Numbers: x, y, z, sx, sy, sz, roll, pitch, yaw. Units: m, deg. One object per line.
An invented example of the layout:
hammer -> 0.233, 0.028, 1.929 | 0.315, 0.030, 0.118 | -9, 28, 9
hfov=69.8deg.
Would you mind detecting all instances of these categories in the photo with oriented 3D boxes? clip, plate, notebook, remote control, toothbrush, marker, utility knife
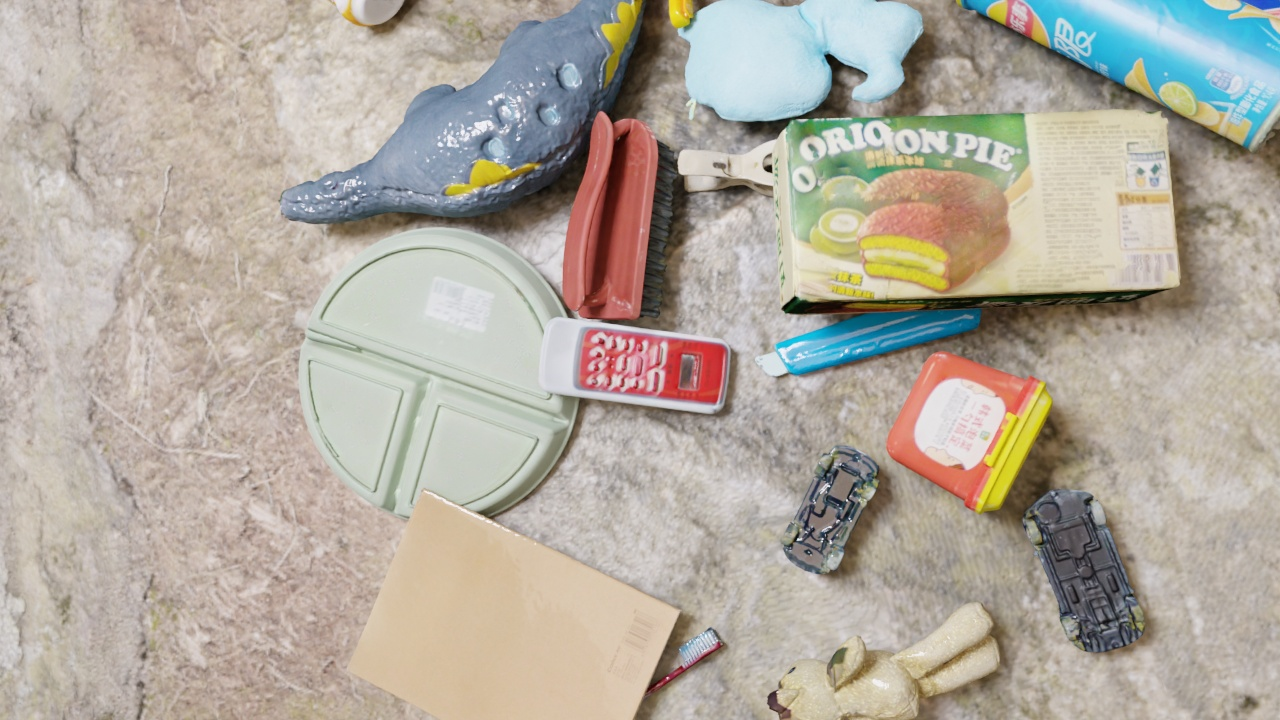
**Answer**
clip -> 0.078, -0.136, 0.658 | 0.100, 0.070, 0.034 | -2, 86, 6
plate -> -0.159, 0.013, 0.695 | 0.230, 0.027, 0.230 | 0, 93, 11
notebook -> -0.094, 0.203, 0.664 | 0.211, 0.012, 0.149 | 23, 92, 10
remote control -> -0.004, 0.004, 0.656 | 0.136, 0.020, 0.056 | 8, 88, -5
toothbrush -> -0.019, 0.250, 0.663 | 0.188, 0.016, 0.017 | -36, 71, 8
marker -> 0.029, -0.299, 0.677 | 0.015, 0.018, 0.123 | -17, 64, 37
utility knife -> 0.158, -0.018, 0.640 | 0.161, 0.018, 0.034 | -17, 79, 13

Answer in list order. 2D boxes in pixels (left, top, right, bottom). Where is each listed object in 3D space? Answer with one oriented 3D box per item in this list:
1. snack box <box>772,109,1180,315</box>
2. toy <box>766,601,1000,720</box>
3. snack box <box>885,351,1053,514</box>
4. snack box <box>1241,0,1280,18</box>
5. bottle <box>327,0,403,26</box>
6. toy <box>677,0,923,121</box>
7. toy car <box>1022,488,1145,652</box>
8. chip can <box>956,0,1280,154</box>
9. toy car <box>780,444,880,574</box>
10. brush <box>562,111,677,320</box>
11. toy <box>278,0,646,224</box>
snack box -> 0.207, -0.092, 0.582 | 0.240, 0.063, 0.114 | -3, 85, -2
toy -> 0.162, 0.206, 0.606 | 0.157, 0.066, 0.105 | -25, 123, 7
snack box -> 0.210, 0.044, 0.593 | 0.080, 0.082, 0.091 | 28, 92, 24
snack box -> 0.333, -0.276, 0.597 | 0.207, 0.058, 0.057 | 41, 95, 13
bottle -> -0.239, -0.319, 0.734 | 0.108, 0.063, 0.063 | 45, 96, 13
toy -> 0.103, -0.217, 0.649 | 0.156, 0.050, 0.161 | -42, 65, -3
toy car -> 0.284, 0.134, 0.591 | 0.049, 0.031, 0.105 | -19, 83, 10
chip can -> 0.305, -0.211, 0.570 | 0.210, 0.071, 0.071 | 41, 95, 25
toy car -> 0.130, 0.102, 0.629 | 0.043, 0.034, 0.090 | 25, 94, 11
brush -> -0.017, -0.102, 0.654 | 0.063, 0.069, 0.145 | 4, 85, 50
toy -> -0.110, -0.179, 0.680 | 0.356, 0.091, 0.137 | -32, 67, 7
